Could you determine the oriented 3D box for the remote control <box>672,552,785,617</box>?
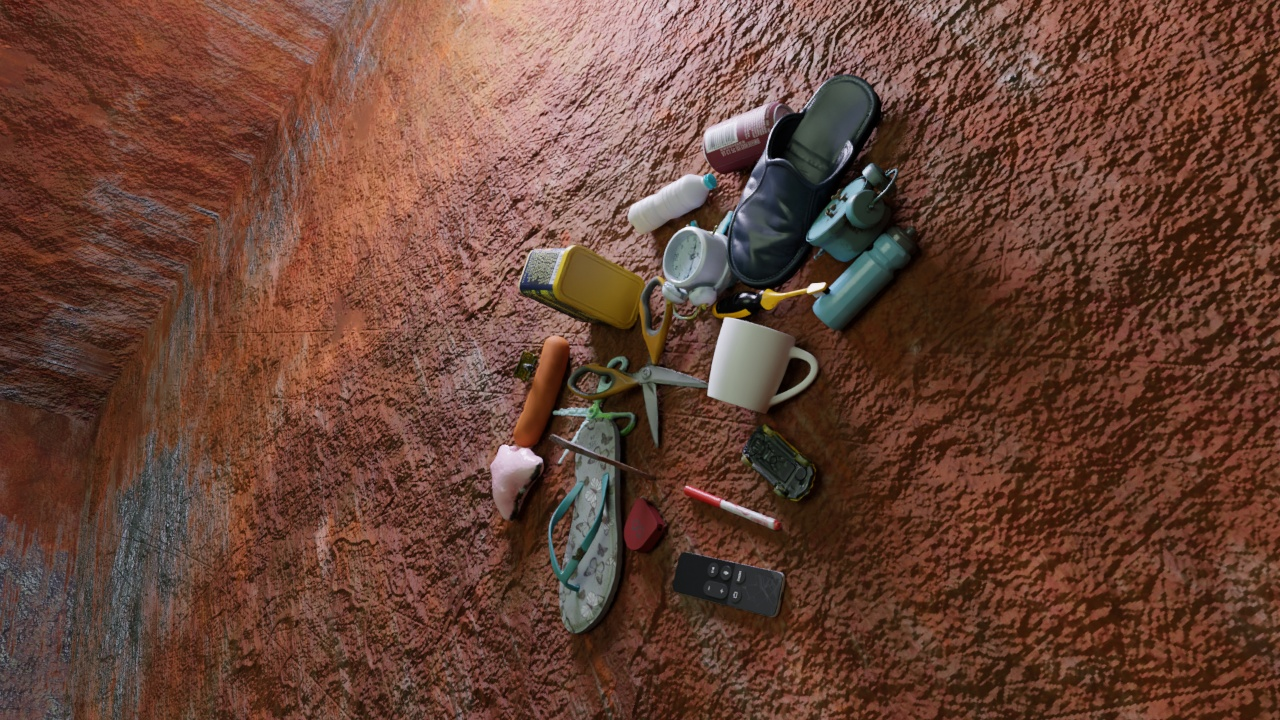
[{"bbox_3d":[0.091,0.236,0.972,0.147,0.008,0.045,0,71,48],"label":"remote control"}]

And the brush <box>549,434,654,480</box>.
[{"bbox_3d":[-0.038,0.117,1.067,0.045,0.143,0.008,18,83,59],"label":"brush"}]

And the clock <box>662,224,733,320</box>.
[{"bbox_3d":[0.068,-0.106,1.116,0.083,0.057,0.117,12,89,49],"label":"clock"}]

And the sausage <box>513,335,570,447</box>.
[{"bbox_3d":[-0.137,0.044,1.293,0.044,0.039,0.164,8,77,55],"label":"sausage"}]

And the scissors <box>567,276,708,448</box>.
[{"bbox_3d":[-0.006,0.007,1.165,0.230,0.016,0.225,-15,66,33],"label":"scissors"}]

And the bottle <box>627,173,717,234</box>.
[{"bbox_3d":[0.044,-0.211,1.218,0.137,0.044,0.044,-22,56,40],"label":"bottle"}]

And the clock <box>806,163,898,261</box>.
[{"bbox_3d":[0.226,-0.154,0.954,0.125,0.053,0.089,-38,16,53],"label":"clock"}]

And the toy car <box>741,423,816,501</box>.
[{"bbox_3d":[0.146,0.107,0.960,0.049,0.030,0.107,-56,39,9],"label":"toy car"}]

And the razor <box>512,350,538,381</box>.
[{"bbox_3d":[-0.162,0.010,1.315,0.042,0.026,0.106,-65,10,-3],"label":"razor"}]

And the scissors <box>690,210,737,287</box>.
[{"bbox_3d":[0.078,-0.126,1.165,0.140,0.011,0.134,-42,48,27],"label":"scissors"}]

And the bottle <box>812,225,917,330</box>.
[{"bbox_3d":[0.236,-0.089,0.950,0.130,0.040,0.040,-48,43,20],"label":"bottle"}]

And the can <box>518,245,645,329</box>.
[{"bbox_3d":[-0.080,-0.098,1.229,0.104,0.135,0.075,8,77,52],"label":"can"}]

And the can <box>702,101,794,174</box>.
[{"bbox_3d":[0.136,-0.274,1.134,0.114,0.063,0.063,-10,64,45],"label":"can"}]

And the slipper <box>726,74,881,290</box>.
[{"bbox_3d":[0.170,-0.210,1.032,0.109,0.083,0.266,34,98,29],"label":"slipper"}]

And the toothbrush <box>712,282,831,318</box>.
[{"bbox_3d":[0.141,-0.068,1.028,0.197,0.031,0.031,-9,49,59],"label":"toothbrush"}]

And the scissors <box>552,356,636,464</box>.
[{"bbox_3d":[-0.060,0.065,1.223,0.172,0.024,0.165,2,78,45],"label":"scissors"}]

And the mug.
[{"bbox_3d":[0.133,0.011,0.996,0.114,0.081,0.087,17,90,19],"label":"mug"}]

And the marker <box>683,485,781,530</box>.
[{"bbox_3d":[0.099,0.159,0.999,0.142,0.012,0.012,14,82,49],"label":"marker"}]

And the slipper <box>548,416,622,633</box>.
[{"bbox_3d":[-0.066,0.195,1.125,0.098,0.054,0.268,-12,64,41],"label":"slipper"}]

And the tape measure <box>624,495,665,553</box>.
[{"bbox_3d":[0.002,0.196,1.081,0.051,0.019,0.059,-55,34,15],"label":"tape measure"}]

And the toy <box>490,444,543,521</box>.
[{"bbox_3d":[-0.178,0.161,1.271,0.093,0.050,0.102,42,107,46],"label":"toy"}]
